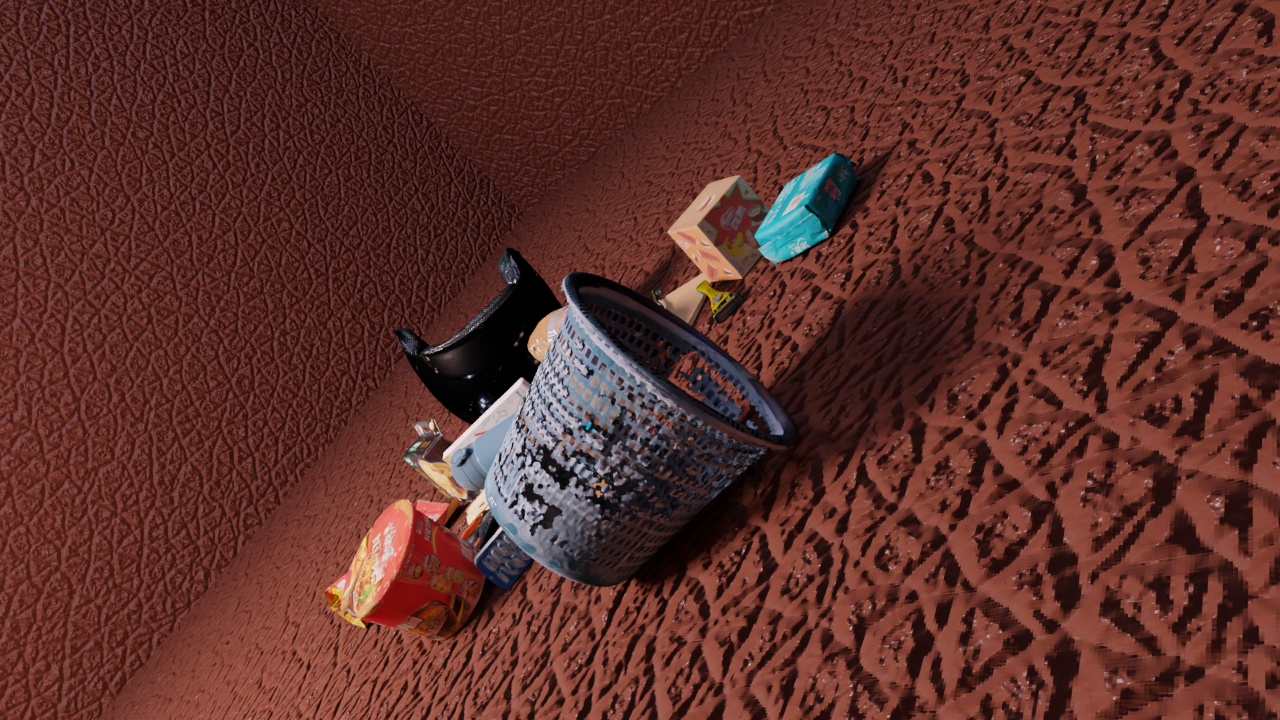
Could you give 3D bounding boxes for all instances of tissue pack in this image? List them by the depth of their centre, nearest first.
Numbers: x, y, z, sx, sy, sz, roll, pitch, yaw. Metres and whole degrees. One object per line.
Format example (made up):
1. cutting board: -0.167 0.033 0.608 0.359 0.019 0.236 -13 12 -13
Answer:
1. tissue pack: 0.195 -0.179 1.071 0.093 0.050 0.133 -28 23 50

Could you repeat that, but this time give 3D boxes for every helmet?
1. helmet: -0.212 -0.014 1.364 0.233 0.230 0.274 -34 0 0

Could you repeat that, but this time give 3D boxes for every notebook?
1. notebook: 0.020 -0.049 1.264 0.208 0.008 0.147 -29 23 43

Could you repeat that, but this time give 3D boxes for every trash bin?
1. trash bin: -0.018 0.069 0.763 0.195 0.226 0.226 -54 14 15

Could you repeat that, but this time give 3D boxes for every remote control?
1. remote control: -0.122 0.183 0.983 0.124 0.049 0.024 -49 14 -12

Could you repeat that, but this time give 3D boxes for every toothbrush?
1. toothbrush: 0.031 -0.071 1.252 0.017 0.012 0.185 -32 18 6

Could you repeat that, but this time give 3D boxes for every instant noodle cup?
1. instant noodle cup: -0.242 0.234 1.005 0.138 0.108 0.137 -39 33 31

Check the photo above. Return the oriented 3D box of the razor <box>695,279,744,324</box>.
1. razor: 0.088 -0.081 1.132 0.043 0.028 0.132 -48 18 5

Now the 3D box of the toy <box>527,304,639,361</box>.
1. toy: -0.042 -0.038 1.207 0.144 0.082 0.225 -6 2 33

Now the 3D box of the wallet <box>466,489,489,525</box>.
1. wallet: -0.191 0.184 1.196 0.087 0.024 0.115 -51 18 -14

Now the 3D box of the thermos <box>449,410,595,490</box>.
1. thermos: -0.146 0.093 1.175 0.221 0.070 0.070 -33 19 14

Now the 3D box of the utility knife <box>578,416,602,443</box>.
1. utility knife: -0.051 0.089 1.010 0.034 0.018 0.203 -49 29 8

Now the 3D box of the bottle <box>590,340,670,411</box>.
1. bottle: -0.007 0.006 1.112 0.149 0.067 0.067 -46 14 -31

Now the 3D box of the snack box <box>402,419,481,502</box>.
1. snack box: -0.285 0.147 1.326 0.053 0.125 0.113 -53 18 -24

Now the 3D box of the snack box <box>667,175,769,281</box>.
1. snack box: 0.108 -0.166 1.169 0.092 0.094 0.077 -50 20 -16

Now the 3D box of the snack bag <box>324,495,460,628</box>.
1. snack bag: -0.350 0.275 1.303 0.129 0.073 0.207 -16 28 51

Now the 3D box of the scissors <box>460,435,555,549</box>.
1. scissors: -0.169 0.165 1.098 0.233 0.021 0.161 -63 20 -11

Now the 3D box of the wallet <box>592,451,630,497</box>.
1. wallet: -0.051 0.140 0.918 0.101 0.020 0.115 -10 56 62

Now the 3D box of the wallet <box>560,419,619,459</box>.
1. wallet: -0.086 0.121 1.077 0.132 0.031 0.107 -28 22 50

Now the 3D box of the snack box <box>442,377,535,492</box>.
1. snack box: -0.187 0.105 1.259 0.157 0.084 0.027 -44 18 7
